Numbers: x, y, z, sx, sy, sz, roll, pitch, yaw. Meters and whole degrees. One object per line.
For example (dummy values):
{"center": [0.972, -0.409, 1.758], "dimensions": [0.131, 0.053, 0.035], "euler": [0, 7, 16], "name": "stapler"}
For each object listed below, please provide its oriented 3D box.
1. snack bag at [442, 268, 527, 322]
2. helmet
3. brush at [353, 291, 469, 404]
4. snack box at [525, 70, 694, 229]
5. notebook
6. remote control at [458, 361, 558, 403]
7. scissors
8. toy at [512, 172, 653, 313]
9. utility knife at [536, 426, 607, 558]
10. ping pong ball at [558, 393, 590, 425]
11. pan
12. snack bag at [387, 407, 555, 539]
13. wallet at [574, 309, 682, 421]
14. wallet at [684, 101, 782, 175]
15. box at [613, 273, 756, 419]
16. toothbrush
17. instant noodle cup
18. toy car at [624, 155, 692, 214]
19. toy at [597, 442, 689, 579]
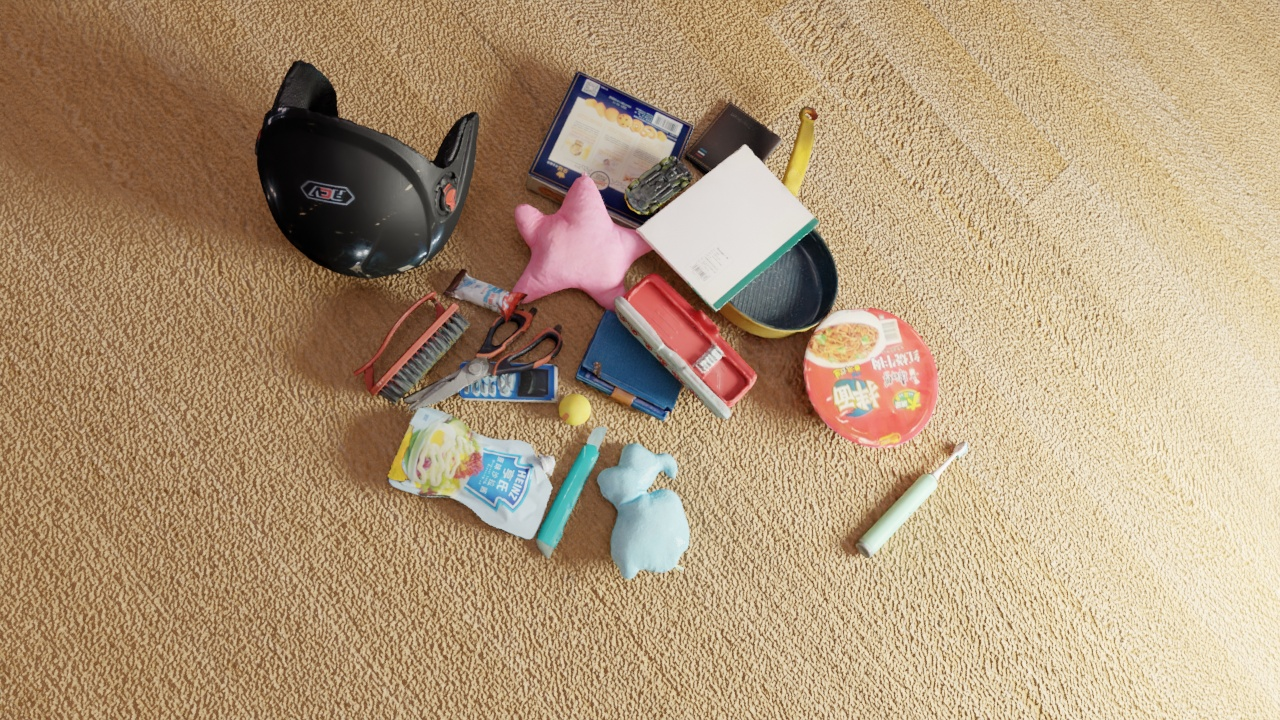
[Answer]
{"center": [-0.197, -0.083, 1.167], "dimensions": [0.104, 0.026, 0.048], "euler": [25, 69, 14], "name": "snack bag"}
{"center": [-0.318, -0.208, 1.059], "dimensions": [0.233, 0.274, 0.230], "euler": [15, 99, 1], "name": "helmet"}
{"center": [-0.281, -0.015, 1.120], "dimensions": [0.069, 0.063, 0.145], "euler": [44, 72, -11], "name": "brush"}
{"center": [-0.040, -0.279, 1.253], "dimensions": [0.178, 0.046, 0.182], "euler": [24, 71, -6], "name": "snack box"}
{"center": [0.118, -0.177, 1.204], "dimensions": [0.208, 0.012, 0.150], "euler": [-40, 83, -22], "name": "notebook"}
{"center": [-0.165, 0.028, 1.153], "dimensions": [0.125, 0.024, 0.049], "euler": [3, 75, -11], "name": "remote control"}
{"center": [-0.200, -0.004, 1.137], "dimensions": [0.207, 0.015, 0.191], "euler": [5, 56, -10], "name": "scissors"}
{"center": [-0.069, -0.153, 1.189], "dimensions": [0.194, 0.074, 0.178], "euler": [4, 98, -14], "name": "toy"}
{"center": [-0.084, 0.160, 1.141], "dimensions": [0.029, 0.013, 0.179], "euler": [29, 72, -7], "name": "utility knife"}
{"center": [-0.083, 0.062, 1.154], "dimensions": [0.040, 0.040, 0.040], "euler": [3, 74, -12], "name": "ping pong ball"}
{"center": [0.196, -0.197, 1.263], "dimensions": [0.197, 0.078, 0.356], "euler": [21, 61, -13], "name": "pan"}
{"center": [-0.199, 0.135, 1.112], "dimensions": [0.191, 0.039, 0.110], "euler": [22, 62, -7], "name": "snack bag"}
{"center": [-0.007, 0.007, 1.187], "dimensions": [0.133, 0.040, 0.106], "euler": [26, 65, -8], "name": "wallet"}
{"center": [0.133, -0.304, 1.314], "dimensions": [0.096, 0.020, 0.122], "euler": [38, 68, 0], "name": "wallet"}
{"center": [0.050, -0.014, 1.159], "dimensions": [0.201, 0.074, 0.154], "euler": [46, 30, 1], "name": "box"}
{"center": [0.368, 0.181, 1.230], "dimensions": [0.224, 0.026, 0.027], "euler": [-40, 126, -19], "name": "toothbrush"}
{"center": [0.300, 0.027, 1.236], "dimensions": [0.193, 0.066, 0.193], "euler": [3, 76, -12], "name": "instant noodle cup"}
{"center": [0.021, -0.228, 1.211], "dimensions": [0.105, 0.032, 0.048], "euler": [-41, 89, -26], "name": "toy car"}
{"center": [0.008, 0.190, 1.136], "dimensions": [0.156, 0.050, 0.161], "euler": [41, 63, 8], "name": "toy"}
